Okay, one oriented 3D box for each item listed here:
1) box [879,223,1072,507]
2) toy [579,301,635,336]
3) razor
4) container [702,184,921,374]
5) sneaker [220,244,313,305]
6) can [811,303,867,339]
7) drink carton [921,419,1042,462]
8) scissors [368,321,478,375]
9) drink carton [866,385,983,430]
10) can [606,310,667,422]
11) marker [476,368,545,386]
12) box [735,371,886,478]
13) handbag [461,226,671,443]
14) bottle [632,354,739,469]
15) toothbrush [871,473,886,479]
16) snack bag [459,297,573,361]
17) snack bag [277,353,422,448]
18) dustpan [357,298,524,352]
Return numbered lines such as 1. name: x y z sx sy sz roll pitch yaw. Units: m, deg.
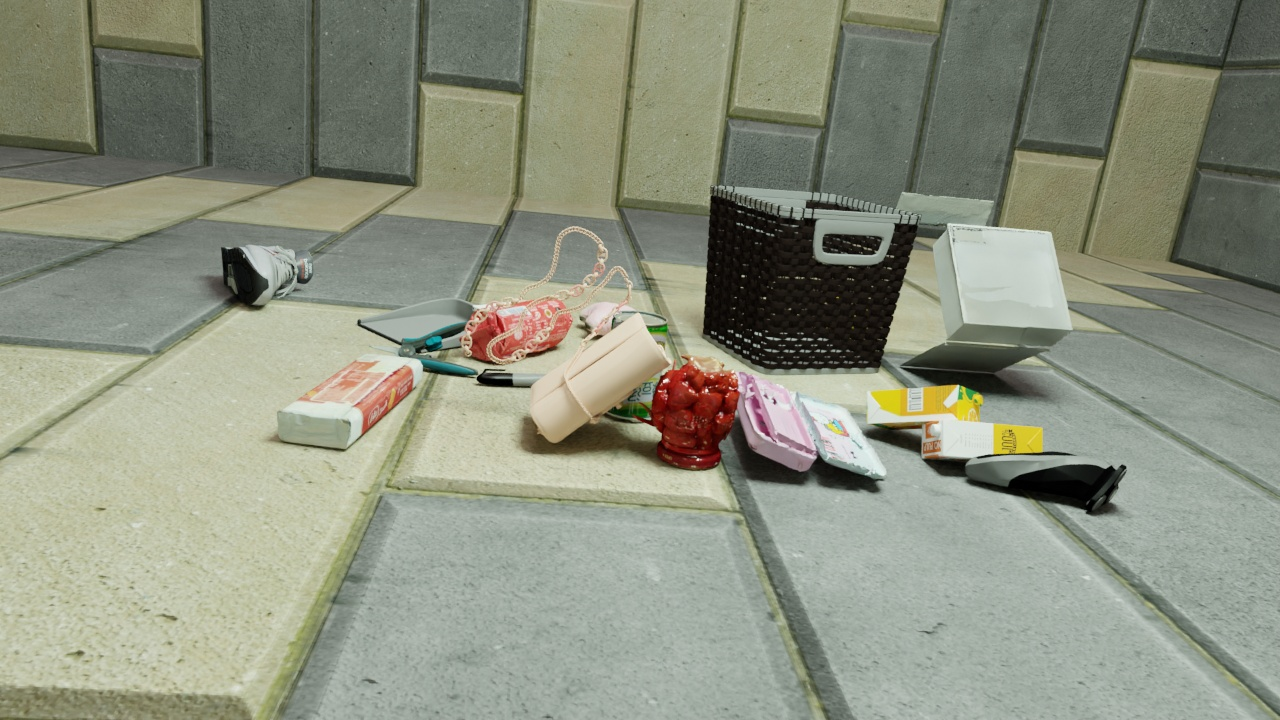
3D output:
1. box: 0.501 0.025 1.390 0.167 0.447 0.164 4 26 -8
2. toy: -0.045 -0.066 1.444 0.095 0.053 0.099 -4 13 -11
3. razor: 0.433 0.123 0.988 0.156 0.057 0.060 12 49 18
4. container: 0.248 -0.128 1.427 0.247 0.244 0.245 -1 18 -23
5. sneaker: -0.580 -0.146 1.452 0.124 0.089 0.240 -9 19 -35
6. can: 0.346 -0.075 1.606 0.067 0.068 0.105 -7 20 -38
7. drink carton: 0.384 0.094 1.043 0.122 0.040 0.058 5 -10 -5
8. scissors: -0.269 -0.006 1.186 0.148 0.019 0.118 -26 55 -26
9. drink carton: 0.338 0.057 1.092 0.123 0.041 0.058 -7 -16 42
10. can: -0.006 0.006 1.087 0.067 0.121 0.067 6 16 -2
11. marker: -0.138 0.022 1.162 0.138 0.022 0.016 1 3 -15
12. box: 0.180 0.074 1.032 0.153 0.041 0.201 22 17 -8
13. handbag: -0.087 -0.018 0.980 0.199 0.187 0.116 -35 10 5
14. bottle: 0.051 0.050 0.977 0.099 0.111 0.099 7 17 -2
15. toothbrush: 0.229 0.097 1.066 0.017 0.012 0.187 14 12 -22
16. snack bag: -0.168 -0.044 1.291 0.082 0.082 0.176 17 19 32
17. snack bag: -0.311 0.039 1.007 0.077 0.041 0.224 7 18 4
18. dustpan: -0.269 -0.063 1.385 0.163 0.033 0.257 20 21 40
